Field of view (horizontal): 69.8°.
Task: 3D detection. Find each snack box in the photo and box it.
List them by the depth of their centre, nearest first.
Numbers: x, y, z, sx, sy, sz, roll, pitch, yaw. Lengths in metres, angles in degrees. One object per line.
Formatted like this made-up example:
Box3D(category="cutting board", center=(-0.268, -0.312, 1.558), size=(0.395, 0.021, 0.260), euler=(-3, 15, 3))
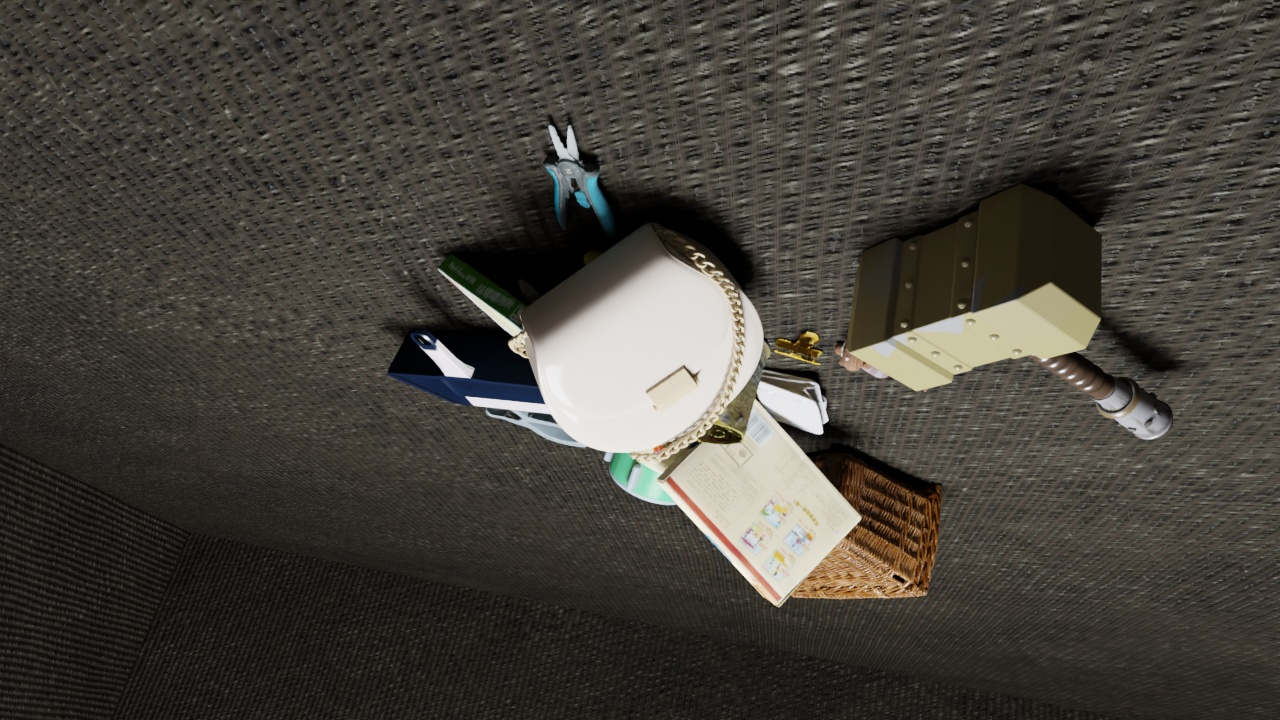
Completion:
Box3D(category="snack box", center=(-0.125, -0.039, 0.963), size=(0.168, 0.027, 0.132), euler=(34, 172, 39))
Box3D(category="snack box", center=(0.144, 0.169, 1.119), size=(0.207, 0.153, 0.055), euler=(47, 171, -4))

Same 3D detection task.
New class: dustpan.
Box3D(category="dustpan", center=(-0.195, 0.021, 1.135), size=(0.237, 0.080, 0.273), euler=(4, 145, 26))

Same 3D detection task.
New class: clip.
Box3D(category="clip", center=(0.173, -0.015, 0.973), size=(0.053, 0.035, 0.046), euler=(18, 174, -6))
Box3D(category="clip", center=(-0.150, 0.093, 1.361), size=(0.163, 0.027, 0.108), euler=(26, 152, -24))

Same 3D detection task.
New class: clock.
Box3D(category="clock", center=(0.040, 0.138, 1.262), size=(0.161, 0.075, 0.122), euler=(6, -155, -31))

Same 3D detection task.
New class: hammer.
Box3D(category="hammer", center=(0.357, -0.005, 0.790), size=(0.324, 0.100, 0.191), euler=(26, 153, -27))

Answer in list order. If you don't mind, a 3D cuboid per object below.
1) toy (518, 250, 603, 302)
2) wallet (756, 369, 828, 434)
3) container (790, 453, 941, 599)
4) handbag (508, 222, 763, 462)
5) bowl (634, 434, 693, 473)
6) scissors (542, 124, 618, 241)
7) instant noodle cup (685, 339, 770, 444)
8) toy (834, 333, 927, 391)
Box3D(category="toy", center=(-0.049, -0.056, 0.947), size=(0.124, 0.097, 0.131), euler=(26, 178, 27))
Box3D(category="wallet", center=(0.179, 0.046, 1.088), size=(0.086, 0.032, 0.116), euler=(17, 161, 19))
Box3D(category="container", center=(0.262, 0.228, 1.294), size=(0.183, 0.161, 0.251), euler=(32, 150, -26))
Box3D(category="handbag", center=(0.002, -0.017, 0.867), size=(0.211, 0.103, 0.208), euler=(-34, 133, 7))
Box3D(category="bowl", center=(0.046, 0.088, 1.178), size=(0.118, 0.117, 0.074), euler=(19, 113, -12))
Box3D(category="scissors", center=(-0.053, -0.148, 0.791), size=(0.122, 0.019, 0.149), euler=(-9, 143, 47))
Box3D(category="instant noodle cup", center=(0.085, 0.030, 0.999), size=(0.102, 0.108, 0.102), euler=(9, 157, 4))
Box3D(category="toy", center=(0.247, -0.001, 0.932), size=(0.102, 0.041, 0.054), euler=(16, 180, 14))
